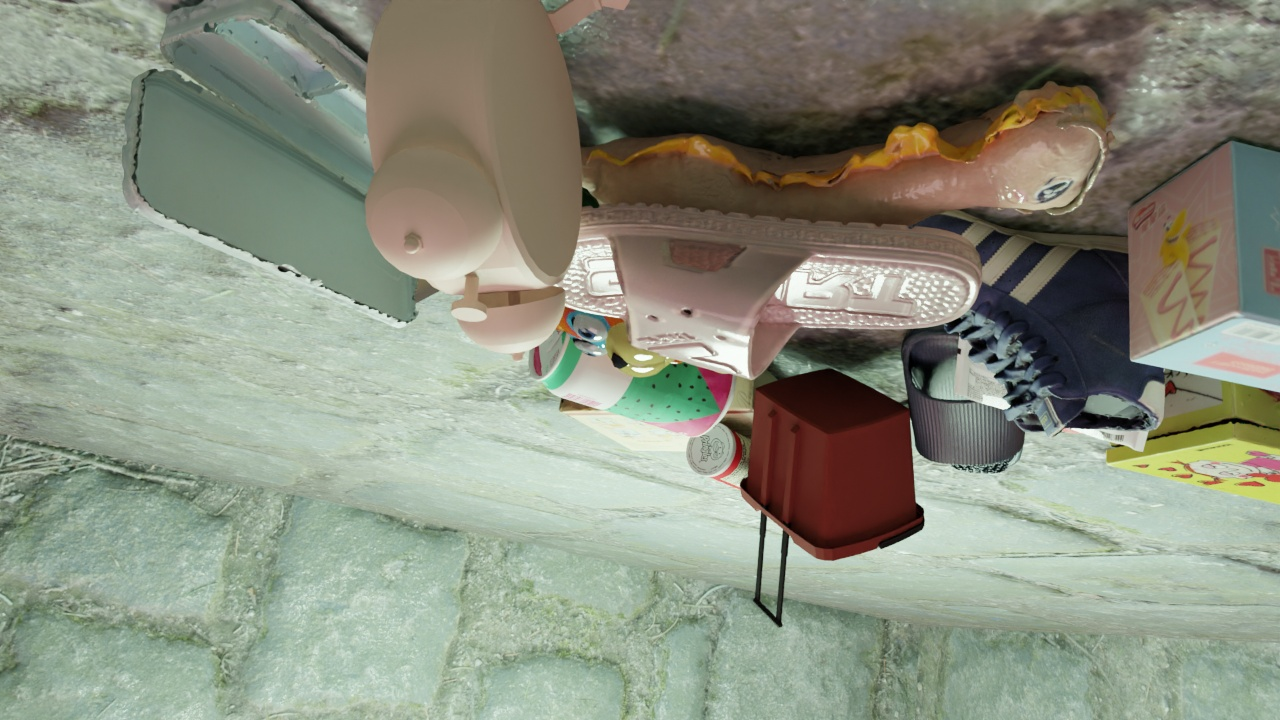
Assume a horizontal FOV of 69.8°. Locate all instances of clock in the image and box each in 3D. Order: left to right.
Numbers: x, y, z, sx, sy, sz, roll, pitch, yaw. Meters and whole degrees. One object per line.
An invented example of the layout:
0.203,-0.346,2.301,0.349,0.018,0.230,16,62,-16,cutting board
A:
-0.056,-0.093,0.396,0.086,0.160,0.131,4,161,15,clock

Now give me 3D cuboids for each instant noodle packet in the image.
0.289,0.010,0.646,0.134,0.026,0.087,20,135,34,instant noodle packet

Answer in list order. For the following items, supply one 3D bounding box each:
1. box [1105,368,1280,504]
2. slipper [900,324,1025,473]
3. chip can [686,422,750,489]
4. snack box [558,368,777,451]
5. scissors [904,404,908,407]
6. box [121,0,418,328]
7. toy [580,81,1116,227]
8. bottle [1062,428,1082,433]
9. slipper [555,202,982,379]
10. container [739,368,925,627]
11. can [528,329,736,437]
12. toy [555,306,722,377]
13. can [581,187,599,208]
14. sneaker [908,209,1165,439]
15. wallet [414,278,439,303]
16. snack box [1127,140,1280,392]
0.492,0.057,0.707,0.221,0.082,0.125,16,160,-15,box
0.283,0.059,0.783,0.101,0.082,0.263,-1,151,25,slipper
0.127,0.115,0.929,0.052,0.051,0.214,-5,159,37,chip can
0.046,0.049,0.937,0.208,0.055,0.153,-2,159,29,snack box
0.218,0.074,0.941,0.180,0.015,0.196,-20,152,31,scissors
-0.168,-0.113,0.529,0.106,0.129,0.211,-16,158,26,box
0.089,-0.096,0.473,0.265,0.065,0.196,-9,159,41,toy
0.345,0.026,0.717,0.062,0.062,0.138,7,163,6,bottle
0.059,-0.029,0.487,0.239,0.064,0.094,2,154,3,slipper
0.164,0.125,0.814,0.126,0.201,0.148,-13,-156,-22,container
-0.005,0.005,0.779,0.165,0.088,0.088,19,160,-27,can
0.003,-0.037,0.663,0.176,0.096,0.112,19,160,6,toy
-0.078,-0.103,0.526,0.067,0.067,0.121,-4,157,35,can
0.207,-0.018,0.561,0.233,0.118,0.091,9,162,1,sneaker
-0.214,-0.072,0.770,0.091,0.018,0.116,25,154,-38,wallet
0.315,-0.044,0.468,0.093,0.094,0.080,11,162,-6,snack box
